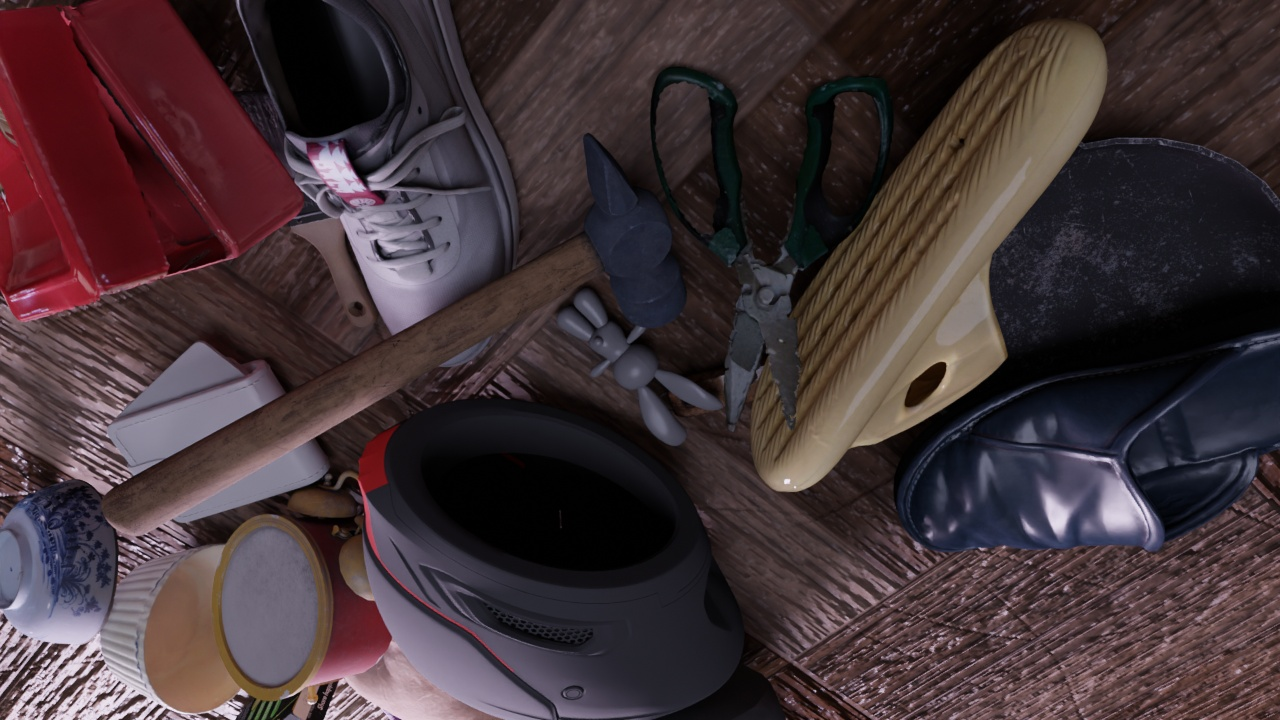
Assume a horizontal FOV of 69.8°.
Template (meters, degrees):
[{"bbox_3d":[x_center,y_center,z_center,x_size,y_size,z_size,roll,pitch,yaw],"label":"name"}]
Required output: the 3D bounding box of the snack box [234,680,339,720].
[{"bbox_3d":[-0.286,0.283,0.719,0.025,0.080,0.148,38,116,-19],"label":"snack box"}]

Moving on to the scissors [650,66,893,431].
[{"bbox_3d":[0.045,-0.065,0.466,0.142,0.015,0.209,17,78,1],"label":"scissors"}]

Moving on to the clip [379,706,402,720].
[{"bbox_3d":[-0.201,0.275,0.751,0.042,0.014,0.052,-40,109,20],"label":"clip"}]

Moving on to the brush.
[{"bbox_3d":[-0.187,-0.085,0.532,0.039,0.012,0.151,-10,120,8],"label":"brush"}]

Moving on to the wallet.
[{"bbox_3d":[-0.284,0.043,0.600,0.118,0.037,0.115,-17,119,9],"label":"wallet"}]

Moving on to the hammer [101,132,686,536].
[{"bbox_3d":[-0.128,0.001,0.475,0.321,0.040,0.129,-30,146,-3],"label":"hammer"}]

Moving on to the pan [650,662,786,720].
[{"bbox_3d":[-0.006,0.246,0.555,0.179,0.357,0.041,-8,89,11],"label":"pan"}]

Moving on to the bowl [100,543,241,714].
[{"bbox_3d":[-0.327,0.187,0.652,0.063,0.115,0.115,-1,122,21],"label":"bowl"}]

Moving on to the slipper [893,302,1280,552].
[{"bbox_3d":[0.268,0.058,0.506,0.266,0.083,0.109,-24,118,24],"label":"slipper"}]

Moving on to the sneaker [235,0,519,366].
[{"bbox_3d":[-0.127,-0.093,0.457,0.097,0.128,0.263,-4,124,7],"label":"sneaker"}]

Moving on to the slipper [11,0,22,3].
[{"bbox_3d":[-0.239,-0.195,0.353,0.074,0.246,0.112,37,153,-2],"label":"slipper"}]

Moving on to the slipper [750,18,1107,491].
[{"bbox_3d":[0.147,-0.039,0.460,0.079,0.111,0.262,22,116,-18],"label":"slipper"}]

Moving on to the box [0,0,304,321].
[{"bbox_3d":[-0.263,-0.099,0.451,0.158,0.112,0.134,0,116,43],"label":"box"}]

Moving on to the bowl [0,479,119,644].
[{"bbox_3d":[-0.405,0.138,0.618,0.114,0.045,0.114,-2,86,32],"label":"bowl"}]

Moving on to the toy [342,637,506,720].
[{"bbox_3d":[-0.099,0.260,0.707,0.264,0.065,0.197,33,122,-17],"label":"toy"}]

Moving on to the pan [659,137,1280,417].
[{"bbox_3d":[0.180,-0.017,0.542,0.357,0.040,0.208,-12,120,18],"label":"pan"}]

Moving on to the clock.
[{"bbox_3d":[-0.211,0.148,0.621,0.117,0.081,0.159,39,106,29],"label":"clock"}]

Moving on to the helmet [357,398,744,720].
[{"bbox_3d":[-0.055,0.140,0.571,0.264,0.164,0.170,15,126,-16],"label":"helmet"}]

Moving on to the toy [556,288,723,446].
[{"bbox_3d":[-0.003,0.003,0.557,0.111,0.030,0.049,44,114,-3],"label":"toy"}]
